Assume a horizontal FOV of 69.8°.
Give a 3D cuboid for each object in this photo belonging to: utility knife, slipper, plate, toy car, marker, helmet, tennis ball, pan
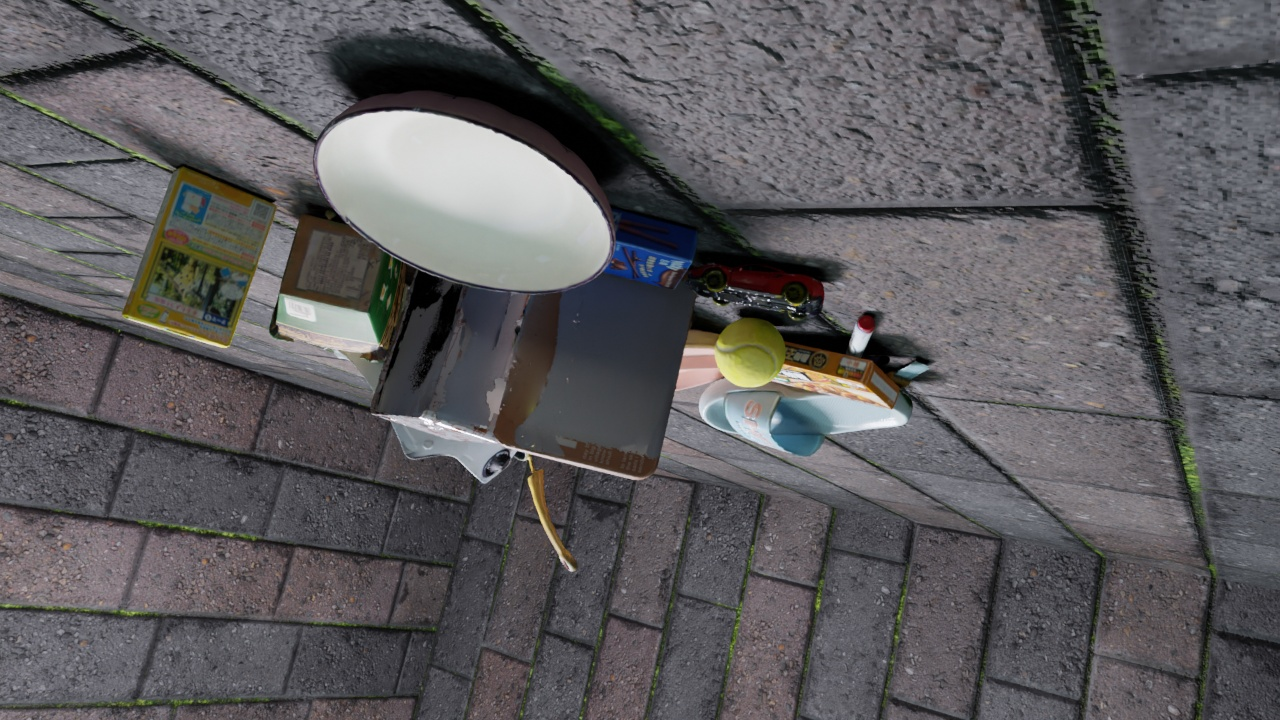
[{"bbox_3d":[0.259,0.025,0.962,0.033,0.015,0.223,10,169,0],"label":"utility knife"},{"bbox_3d":[0.174,0.064,0.997,0.246,0.074,0.104,-6,148,41],"label":"slipper"},{"bbox_3d":[-0.006,0.006,0.983,0.229,0.028,0.230,-7,167,-2],"label":"plate"},{"bbox_3d":[0.087,-0.056,0.702,0.106,0.031,0.049,9,168,15],"label":"toy car"},{"bbox_3d":[0.196,-0.016,0.825,0.017,0.017,0.145,11,169,11],"label":"marker"},{"bbox_3d":[-0.202,0.007,1.022,0.229,0.146,0.258,46,-171,30],"label":"helmet"},{"bbox_3d":[-0.106,-0.107,0.581,0.192,0.039,0.193,11,155,5],"label":"plate"},{"bbox_3d":[0.102,-0.008,0.850,0.065,0.065,0.065,13,170,2],"label":"tennis ball"},{"bbox_3d":[-0.167,0.119,1.248,0.357,0.078,0.198,53,160,7],"label":"pan"}]

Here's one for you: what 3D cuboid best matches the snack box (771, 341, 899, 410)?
[{"bbox_3d":[0.168,0.009,0.894,0.154,0.026,0.075,15,168,41],"label":"snack box"}]

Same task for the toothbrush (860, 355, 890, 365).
[{"bbox_3d":[0.187,0.004,0.948,0.016,0.014,0.189,11,172,-32],"label":"toothbrush"}]

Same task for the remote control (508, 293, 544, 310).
[{"bbox_3d":[-0.150,-0.076,0.912,0.125,0.024,0.049,18,169,-20],"label":"remote control"}]

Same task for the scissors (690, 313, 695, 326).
[{"bbox_3d":[-0.025,-0.064,0.865,0.164,0.014,0.165,23,167,-34],"label":"scissors"}]

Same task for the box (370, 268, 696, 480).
[{"bbox_3d":[-0.097,-0.015,0.754,0.270,0.179,0.136,9,167,25],"label":"box"}]

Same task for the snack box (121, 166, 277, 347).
[{"bbox_3d":[-0.390,-0.090,0.816,0.086,0.140,0.034,21,169,-38],"label":"snack box"}]

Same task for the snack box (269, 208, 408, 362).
[{"bbox_3d":[-0.283,-0.073,0.857,0.118,0.117,0.106,12,165,-10],"label":"snack box"}]

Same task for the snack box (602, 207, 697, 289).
[{"bbox_3d":[-0.041,-0.092,0.683,0.157,0.026,0.085,14,169,-4],"label":"snack box"}]
